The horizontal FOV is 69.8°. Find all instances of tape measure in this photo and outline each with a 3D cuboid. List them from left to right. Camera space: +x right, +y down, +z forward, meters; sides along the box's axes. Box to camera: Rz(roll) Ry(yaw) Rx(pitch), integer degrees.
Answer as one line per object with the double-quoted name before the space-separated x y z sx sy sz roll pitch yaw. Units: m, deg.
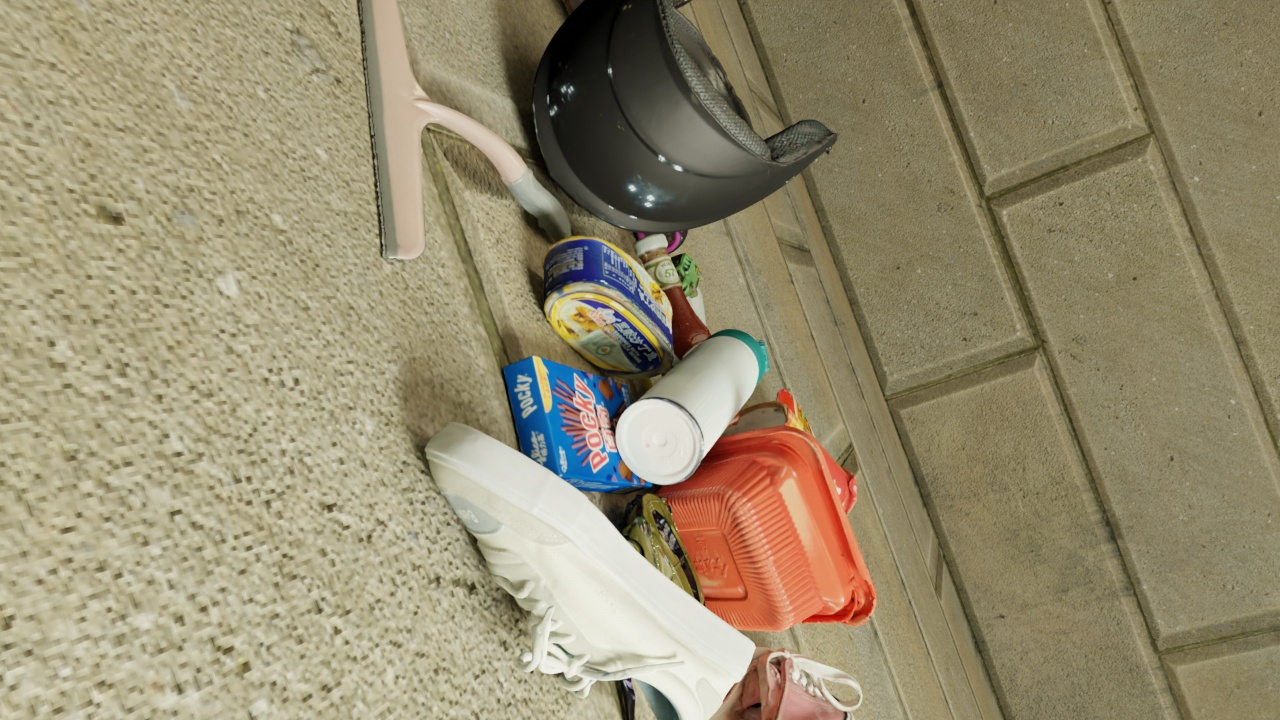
"tape measure" 0.022 -0.142 0.984 0.058 0.057 0.039 50 28 -10

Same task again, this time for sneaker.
"sneaker" -0.040 0.135 0.517 0.242 0.090 0.090 44 69 -21
"sneaker" 0.117 0.280 0.749 0.240 0.118 0.087 23 70 -58

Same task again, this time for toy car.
"toy car" 0.022 0.177 0.689 0.158 0.042 0.070 71 20 -2
"toy car" 0.040 -0.088 1.002 0.091 0.043 0.036 -77 144 -61

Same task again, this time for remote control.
"remote control" 0.057 -0.044 1.035 0.056 0.020 0.135 52 25 -44

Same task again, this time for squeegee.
"squeegee" -0.104 -0.141 0.674 0.249 0.040 0.247 34 39 -60

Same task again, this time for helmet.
"helmet" 0.025 -0.231 0.828 0.233 0.230 0.274 59 13 -9

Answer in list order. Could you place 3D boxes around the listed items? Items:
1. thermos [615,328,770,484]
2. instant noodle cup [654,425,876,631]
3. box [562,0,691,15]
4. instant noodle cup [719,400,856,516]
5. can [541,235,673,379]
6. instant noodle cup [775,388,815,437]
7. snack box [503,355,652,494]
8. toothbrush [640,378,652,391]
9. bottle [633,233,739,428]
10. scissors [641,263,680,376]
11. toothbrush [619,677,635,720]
"thermos" 0.049 0.027 0.756 0.073 0.073 0.223 67 26 -8
"instant noodle cup" 0.081 0.144 0.726 0.078 0.189 0.164 -26 94 -40
"box" -0.050 -0.469 1.069 0.181 0.153 0.182 28 -32 60
"instant noodle cup" 0.127 0.114 0.913 0.108 0.138 0.137 53 23 -17
"can" -0.024 -0.038 0.731 0.148 0.075 0.049 44 35 -50
"instant noodle cup" 0.177 0.135 1.110 0.194 0.066 0.193 52 26 -39
"snack box" -0.041 0.051 0.664 0.157 0.026 0.084 22 51 -65
"toothbrush" -0.005 0.005 0.822 0.190 0.016 0.016 68 -16 4
"bottle" 0.041 -0.026 0.912 0.059 0.060 0.206 -5 76 -70
"scissors" 0.027 0.000 0.854 0.159 0.014 0.175 20 68 -23
"toothbrush" -0.011 0.201 0.610 0.014 0.017 0.188 31 40 -60
